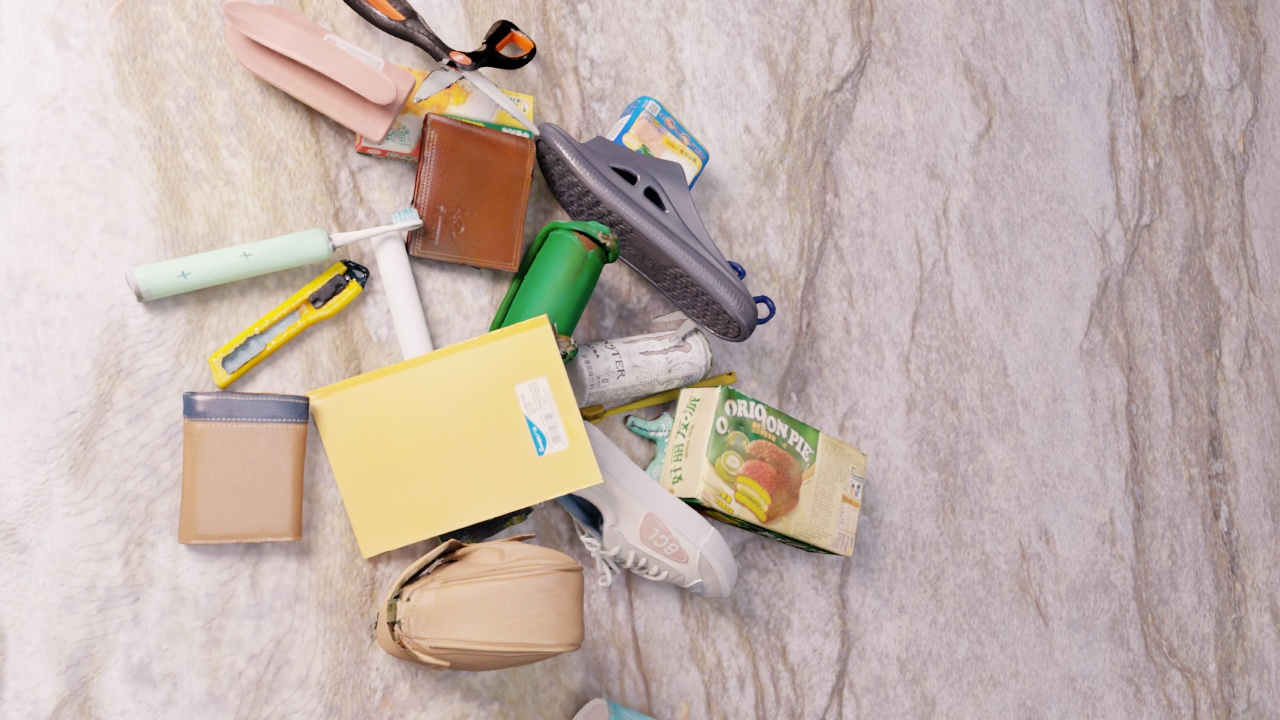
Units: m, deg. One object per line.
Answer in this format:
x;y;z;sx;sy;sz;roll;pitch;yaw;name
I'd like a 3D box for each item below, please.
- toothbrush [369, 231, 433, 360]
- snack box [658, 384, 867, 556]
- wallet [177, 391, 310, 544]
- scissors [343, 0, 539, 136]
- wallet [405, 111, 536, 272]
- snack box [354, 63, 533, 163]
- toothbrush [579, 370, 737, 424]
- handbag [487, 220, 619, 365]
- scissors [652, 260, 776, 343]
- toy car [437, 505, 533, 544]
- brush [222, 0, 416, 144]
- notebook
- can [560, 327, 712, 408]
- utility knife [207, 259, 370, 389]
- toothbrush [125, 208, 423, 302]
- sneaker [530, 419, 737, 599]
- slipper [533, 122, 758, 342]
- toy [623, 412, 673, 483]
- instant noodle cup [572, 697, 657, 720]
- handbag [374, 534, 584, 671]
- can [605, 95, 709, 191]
-0.187;-0.004;0.778;0.026;0.027;0.221;-16;93;-23;toothbrush
0.129;0.115;0.916;0.240;0.063;0.114;24;71;-37;snack box
-0.300;0.081;0.697;0.090;0.033;0.115;3;84;-29;wallet
-0.157;-0.263;0.772;0.221;0.022;0.233;33;34;2;scissors
-0.147;-0.143;0.798;0.101;0.032;0.124;6;100;-29;wallet
-0.171;-0.210;0.813;0.155;0.027;0.077;4;84;-31;snack box
0.021;0.034;0.906;0.189;0.015;0.017;-14;134;-32;toothbrush
-0.070;-0.054;0.801;0.068;0.120;0.131;31;76;-23;handbag
0.068;-0.061;0.920;0.170;0.012;0.140;8;50;-30;scissors
-0.136;0.131;0.788;0.091;0.036;0.043;-24;98;-35;toy car
-0.255;-0.233;0.721;0.145;0.073;0.063;28;82;-8;brush
-0.149;0.062;0.738;0.206;0.010;0.146;-18;94;2;notebook
-0.005;0.005;0.871;0.146;0.058;0.058;-10;90;-32;can
-0.278;-0.032;0.733;0.153;0.015;0.033;-45;104;-27;utility knife
-0.278;-0.085;0.718;0.224;0.027;0.027;-18;82;-25;toothbrush
-0.007;0.161;0.829;0.242;0.090;0.090;45;62;-22;sneaker
0.016;-0.129;0.845;0.268;0.111;0.083;42;74;-4;slipper
0.022;0.091;0.897;0.096;0.030;0.091;22;68;-20;toy
-0.005;0.358;0.808;0.120;0.111;0.111;36;67;-15;instant noodle cup
-0.122;0.184;0.698;0.147;0.205;0.099;2;71;-19;handbag
0.010;-0.197;0.907;0.102;0.057;0.083;41;63;-21;can
